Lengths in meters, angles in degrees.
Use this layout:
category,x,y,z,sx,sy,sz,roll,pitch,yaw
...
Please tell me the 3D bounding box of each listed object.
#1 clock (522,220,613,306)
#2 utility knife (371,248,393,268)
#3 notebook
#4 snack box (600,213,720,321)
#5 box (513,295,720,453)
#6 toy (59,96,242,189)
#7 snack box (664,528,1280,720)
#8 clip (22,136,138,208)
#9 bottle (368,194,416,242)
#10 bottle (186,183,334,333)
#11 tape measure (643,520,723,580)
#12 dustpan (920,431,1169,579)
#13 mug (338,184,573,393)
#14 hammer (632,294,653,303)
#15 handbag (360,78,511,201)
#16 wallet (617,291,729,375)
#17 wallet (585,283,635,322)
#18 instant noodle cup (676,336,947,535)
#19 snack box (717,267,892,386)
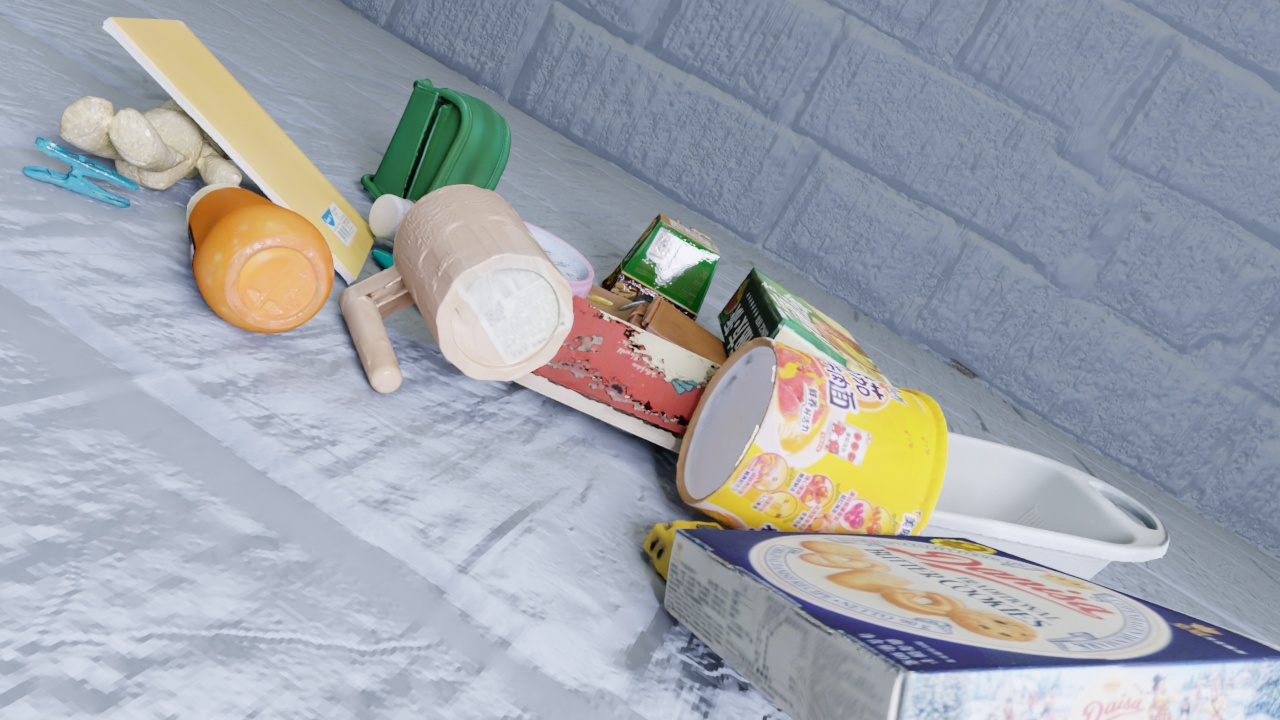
category,x,y,z,sx,sy,sz,roll,pitch,yaw
clock,-0.105,-0.065,0.704,0.158,0.060,0.117,-1,37,-49
utility knife,-0.155,-0.046,0.665,0.029,0.013,0.151,18,16,-50
notebook,-0.264,-0.150,0.641,0.206,0.010,0.145,50,5,-22
snack box,0.030,-0.101,1.037,0.118,0.106,0.117,28,15,-7
box,-0.004,0.004,0.618,0.168,0.080,0.091,24,0,-20
toy,-0.304,-0.140,0.575,0.105,0.066,0.157,10,10,-9
snack box,0.127,0.115,0.391,0.182,0.046,0.178,5,2,-22
clip,-0.317,-0.106,0.522,0.057,0.047,0.014,25,12,-40
bottle,-0.148,-0.102,0.795,0.080,0.044,0.194,38,14,31
bottle,-0.221,-0.066,0.510,0.066,0.067,0.149,18,11,-41
tape measure,0.036,0.105,0.485,0.060,0.029,0.057,14,22,-48
dustpan,0.273,0.093,0.736,0.257,0.143,0.222,41,12,-10
mug,-0.110,-0.037,0.534,0.103,0.124,0.084,50,-15,51
hammer,0.053,0.009,0.855,0.128,0.033,0.300,23,15,-30
handbag,-0.190,-0.188,0.847,0.120,0.131,0.068,36,11,32
wallet,0.034,-0.016,0.751,0.119,0.035,0.130,31,13,-2
wallet,-0.036,-0.034,0.801,0.115,0.020,0.101,28,30,2
instant noodle cup,0.094,0.057,0.547,0.109,0.138,0.138,26,14,-15
snack box,0.134,-0.006,0.780,0.114,0.063,0.239,33,14,-7
